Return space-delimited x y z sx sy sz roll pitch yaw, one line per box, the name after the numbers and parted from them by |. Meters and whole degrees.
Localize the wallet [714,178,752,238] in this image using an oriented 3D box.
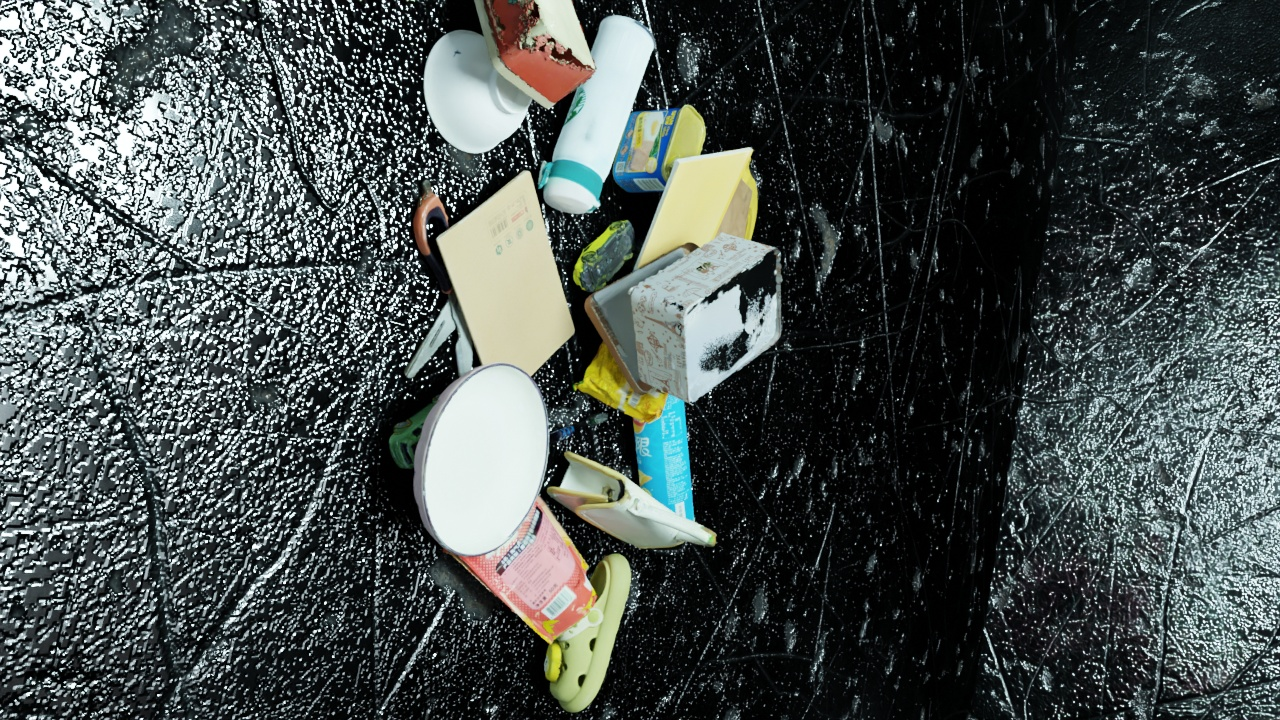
0.116 -0.203 1.237 0.101 0.020 0.115 31 68 -51 | wallet

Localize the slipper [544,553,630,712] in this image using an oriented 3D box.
-0.073 0.316 1.091 0.081 0.092 0.190 21 86 -14 | slipper

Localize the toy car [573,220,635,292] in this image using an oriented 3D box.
-0.043 -0.125 1.079 0.105 0.032 0.048 -50 141 -31 | toy car

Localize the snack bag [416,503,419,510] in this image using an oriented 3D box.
-0.190 0.123 0.934 0.104 0.026 0.048 -55 133 -32 | snack bag

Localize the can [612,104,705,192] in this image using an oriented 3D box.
0.021 -0.252 1.103 0.057 0.083 0.102 32 71 -50 | can

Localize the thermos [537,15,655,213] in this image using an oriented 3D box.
-0.051 -0.270 1.021 0.073 0.073 0.224 35 69 -50 | thermos

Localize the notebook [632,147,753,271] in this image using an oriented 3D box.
0.056 -0.162 1.125 0.145 0.010 0.207 -22 145 -44 | notebook

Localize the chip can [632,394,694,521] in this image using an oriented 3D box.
0.028 0.116 1.186 0.071 0.071 0.210 -26 117 -48 | chip can

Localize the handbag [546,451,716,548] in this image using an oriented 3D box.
-0.003 0.180 1.067 0.163 0.179 0.063 42 68 -49 | handbag

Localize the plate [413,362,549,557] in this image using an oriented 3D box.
-0.160 0.095 0.904 0.192 0.039 0.192 -23 116 -57 | plate

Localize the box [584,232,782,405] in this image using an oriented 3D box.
0.048 -0.058 1.063 0.181 0.166 0.150 -34 135 -36 | box

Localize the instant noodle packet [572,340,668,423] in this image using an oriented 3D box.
-0.007 0.006 1.102 0.044 0.111 0.128 107 9 -64 | instant noodle packet

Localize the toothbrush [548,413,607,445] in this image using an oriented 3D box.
-0.092 0.085 1.052 0.189 0.016 0.014 -19 102 -58 | toothbrush

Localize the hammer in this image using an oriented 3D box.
0.075 -0.185 1.228 0.299 0.033 0.129 -34 121 -45 | hammer

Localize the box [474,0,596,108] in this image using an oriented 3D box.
-0.100 -0.334 0.866 0.091 0.078 0.168 25 40 -52 | box

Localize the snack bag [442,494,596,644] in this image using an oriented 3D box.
-0.129 0.210 1.006 0.208 0.073 0.128 56 46 -32 | snack bag

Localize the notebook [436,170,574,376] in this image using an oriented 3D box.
-0.135 -0.074 0.967 0.147 0.008 0.208 -49 139 -39 | notebook

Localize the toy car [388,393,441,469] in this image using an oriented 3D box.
-0.205 0.070 0.900 0.091 0.036 0.043 -45 128 -44 | toy car

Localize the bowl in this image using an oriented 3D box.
-0.145 -0.264 0.896 0.118 0.065 0.118 -12 105 -51 | bowl

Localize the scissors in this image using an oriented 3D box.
-0.178 -0.076 0.928 0.188 0.015 0.225 -30 120 -47 | scissors
